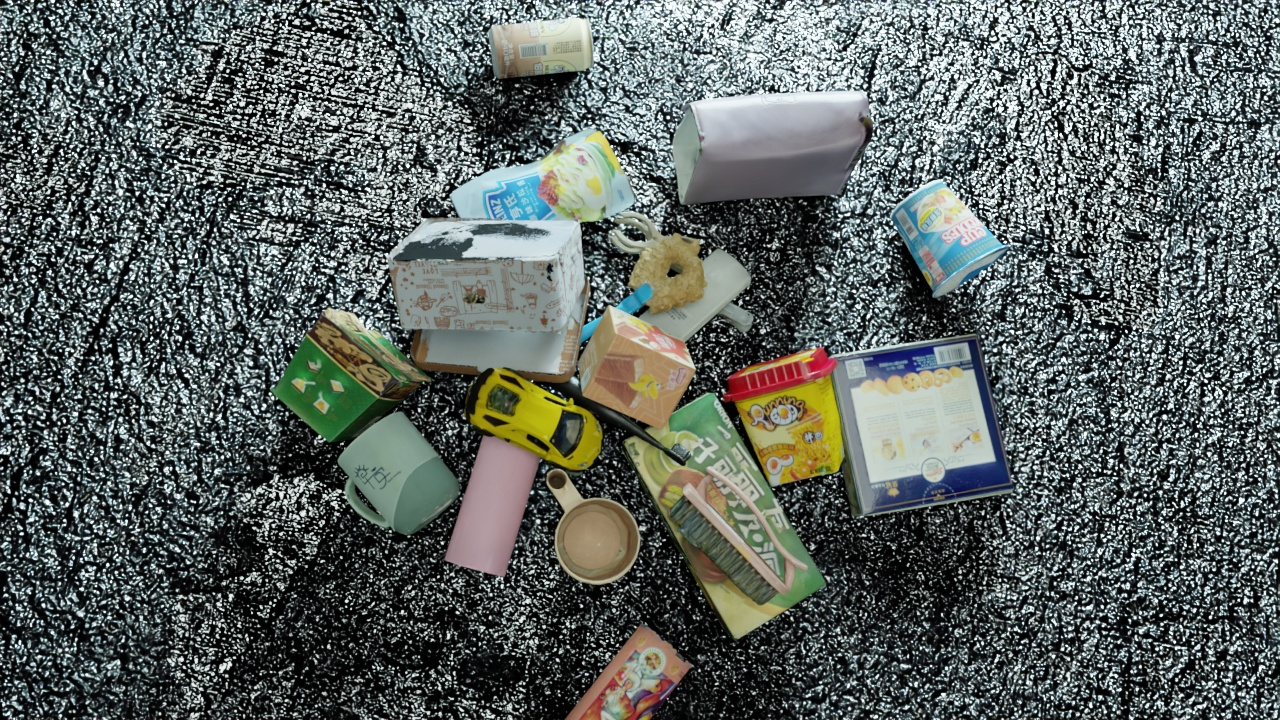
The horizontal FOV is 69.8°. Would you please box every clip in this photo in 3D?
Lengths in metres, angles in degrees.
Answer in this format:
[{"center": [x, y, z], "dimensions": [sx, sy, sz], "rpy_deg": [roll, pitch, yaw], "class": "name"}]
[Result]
[{"center": [0.104, -0.055, 1.055], "dimensions": [0.056, 0.028, 0.024], "rpy_deg": [33, 75, 11], "class": "clip"}, {"center": [0.010, -0.127, 1.051], "dimensions": [0.103, 0.034, 0.076], "rpy_deg": [32, 76, -7], "class": "clip"}]

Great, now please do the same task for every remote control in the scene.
[{"center": [0.062, -0.068, 1.043], "dimensions": [0.135, 0.019, 0.056], "rpy_deg": [-42, 70, -10], "class": "remote control"}]

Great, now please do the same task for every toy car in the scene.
[{"center": [-0.105, 0.061, 0.936], "dimensions": [0.156, 0.041, 0.071], "rpy_deg": [29, 70, -19], "class": "toy car"}]

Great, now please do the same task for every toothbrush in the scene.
[{"center": [-0.038, 0.050, 0.967], "dimensions": [0.213, 0.026, 0.027], "rpy_deg": [31, 58, 16], "class": "toothbrush"}]

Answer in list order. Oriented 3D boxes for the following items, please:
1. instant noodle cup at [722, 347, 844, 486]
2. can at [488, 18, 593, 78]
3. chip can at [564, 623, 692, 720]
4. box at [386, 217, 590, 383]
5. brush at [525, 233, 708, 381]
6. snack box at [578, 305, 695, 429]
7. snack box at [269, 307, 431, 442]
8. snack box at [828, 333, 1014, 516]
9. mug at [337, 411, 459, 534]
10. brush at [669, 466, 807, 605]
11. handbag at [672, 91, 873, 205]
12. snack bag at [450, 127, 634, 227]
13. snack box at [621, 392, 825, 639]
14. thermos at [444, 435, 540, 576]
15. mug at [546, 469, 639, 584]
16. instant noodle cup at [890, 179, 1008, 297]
[{"center": [0.162, 0.061, 0.985], "dimensions": [0.116, 0.115, 0.123], "rpy_deg": [-16, 93, 20], "class": "instant noodle cup"}, {"center": [-0.115, -0.363, 1.068], "dimensions": [0.116, 0.058, 0.058], "rpy_deg": [-8, 80, -7], "class": "can"}, {"center": [-0.040, 0.372, 0.932], "dimensions": [0.071, 0.071, 0.214], "rpy_deg": [40, 78, 3], "class": "chip can"}, {"center": [-0.153, -0.060, 0.969], "dimensions": [0.182, 0.148, 0.158], "rpy_deg": [2, 116, 10], "class": "box"}, {"center": [-0.034, -0.050, 1.015], "dimensions": [0.254, 0.046, 0.083], "rpy_deg": [-34, 87, 0], "class": "brush"}, {"center": [-0.006, 0.006, 0.967], "dimensions": [0.094, 0.092, 0.077], "rpy_deg": [24, 107, -15], "class": "snack box"}, {"center": [-0.305, 0.024, 0.958], "dimensions": [0.117, 0.118, 0.105], "rpy_deg": [40, 90, 3], "class": "snack box"}, {"center": [0.310, 0.073, 1.035], "dimensions": [0.178, 0.046, 0.182], "rpy_deg": [-8, 80, -7], "class": "snack box"}, {"center": [-0.257, 0.128, 0.957], "dimensions": [0.112, 0.082, 0.106], "rpy_deg": [-42, 86, 19], "class": "mug"}, {"center": [0.098, 0.178, 0.919], "dimensions": [0.145, 0.063, 0.073], "rpy_deg": [45, 90, 4], "class": "brush"}, {"center": [0.143, -0.244, 1.027], "dimensions": [0.197, 0.145, 0.098], "rpy_deg": [-6, 83, -8], "class": "handbag"}, {"center": [-0.111, -0.186, 1.047], "dimensions": [0.191, 0.039, 0.110], "rpy_deg": [-26, 88, -7], "class": "snack bag"}, {"center": [0.085, 0.164, 0.986], "dimensions": [0.114, 0.063, 0.240], "rpy_deg": [-28, 82, -9], "class": "snack box"}, {"center": [-0.152, 0.120, 0.963], "dimensions": [0.067, 0.087, 0.198], "rpy_deg": [7, 77, 40], "class": "thermos"}, {"center": [-0.059, 0.170, 0.950], "dimensions": [0.084, 0.104, 0.124], "rpy_deg": [-34, 84, -11], "class": "mug"}, {"center": [0.348, -0.144, 1.060], "dimensions": [0.099, 0.099, 0.110], "rpy_deg": [-30, 76, -10], "class": "instant noodle cup"}]
